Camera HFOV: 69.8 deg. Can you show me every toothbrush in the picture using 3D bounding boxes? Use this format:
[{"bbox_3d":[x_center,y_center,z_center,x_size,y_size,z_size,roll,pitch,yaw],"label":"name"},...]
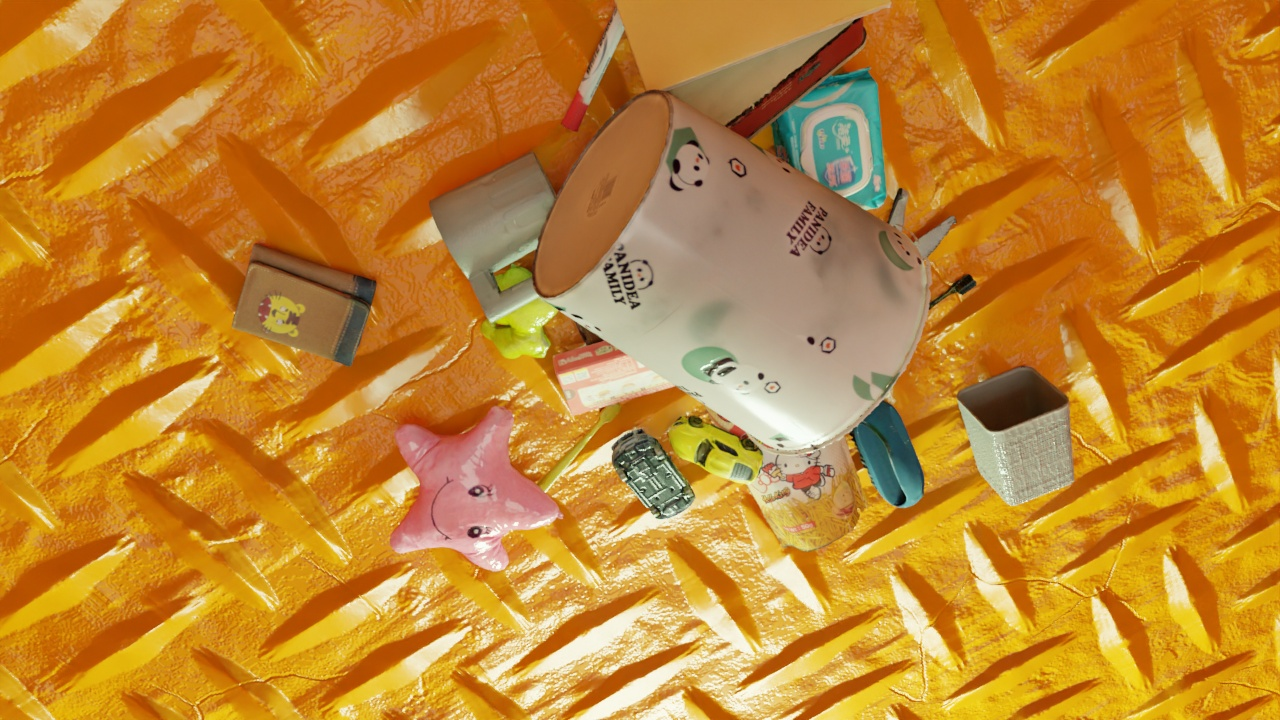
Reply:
[{"bbox_3d":[-0.085,0.110,0.972,0.015,0.016,0.190,35,106,-22],"label":"toothbrush"},{"bbox_3d":[0.270,-0.030,0.959,0.186,0.017,0.012,-37,121,9],"label":"toothbrush"}]

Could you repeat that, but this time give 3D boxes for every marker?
[{"bbox_3d":[-0.032,-0.270,0.806,0.017,0.017,0.145,22,109,-17],"label":"marker"}]

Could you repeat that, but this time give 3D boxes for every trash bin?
[{"bbox_3d":[0.064,-0.074,0.754,0.251,0.229,0.230,28,107,-26],"label":"trash bin"}]

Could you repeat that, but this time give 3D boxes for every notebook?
[{"bbox_3d":[0.080,-0.315,0.751,0.206,0.010,0.145,-20,79,6],"label":"notebook"}]

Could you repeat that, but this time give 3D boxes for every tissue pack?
[{"bbox_3d":[0.174,-0.200,0.849,0.093,0.050,0.133,-14,115,0],"label":"tissue pack"}]

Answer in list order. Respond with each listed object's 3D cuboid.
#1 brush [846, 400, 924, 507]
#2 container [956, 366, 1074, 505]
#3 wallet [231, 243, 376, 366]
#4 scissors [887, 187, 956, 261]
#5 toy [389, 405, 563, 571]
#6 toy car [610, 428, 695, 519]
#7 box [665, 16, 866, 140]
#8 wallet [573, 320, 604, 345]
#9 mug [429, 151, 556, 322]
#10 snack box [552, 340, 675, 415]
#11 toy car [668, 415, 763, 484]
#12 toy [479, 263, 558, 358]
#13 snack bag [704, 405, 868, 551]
[{"bbox_3d":[0.271,0.103,0.989,0.055,0.073,0.144,-30,115,-2],"label":"brush"},{"bbox_3d":[0.410,0.085,0.995,0.090,0.090,0.114,-22,119,2],"label":"container"},{"bbox_3d":[-0.313,-0.051,0.856,0.115,0.033,0.090,20,111,-13],"label":"wallet"},{"bbox_3d":[0.226,-0.060,0.923,0.226,0.015,0.189,-19,97,8],"label":"scissors"},{"bbox_3d":[-0.165,0.132,0.934,0.178,0.074,0.195,10,113,-3],"label":"toy"},{"bbox_3d":[0.014,0.123,0.981,0.054,0.036,0.120,-32,125,5],"label":"toy car"},{"bbox_3d":[0.101,-0.262,0.778,0.168,0.078,0.091,-38,77,8],"label":"box"},{"bbox_3d":[-0.026,-0.073,0.882,0.101,0.032,0.124,-26,125,-1],"label":"wallet"},{"bbox_3d":[-0.115,-0.111,0.818,0.103,0.083,0.124,-27,84,2],"label":"mug"},{"bbox_3d":[-0.005,0.005,0.913,0.153,0.025,0.075,-16,143,-1],"label":"snack box"},{"bbox_3d":[0.076,0.096,0.957,0.105,0.032,0.048,24,126,15],"label":"toy car"},{"bbox_3d":[-0.117,-0.044,0.875,0.097,0.031,0.100,-2,122,23],"label":"toy"},{"bbox_3d":[0.162,0.097,0.983,0.128,0.073,0.208,-25,108,4],"label":"snack bag"}]
